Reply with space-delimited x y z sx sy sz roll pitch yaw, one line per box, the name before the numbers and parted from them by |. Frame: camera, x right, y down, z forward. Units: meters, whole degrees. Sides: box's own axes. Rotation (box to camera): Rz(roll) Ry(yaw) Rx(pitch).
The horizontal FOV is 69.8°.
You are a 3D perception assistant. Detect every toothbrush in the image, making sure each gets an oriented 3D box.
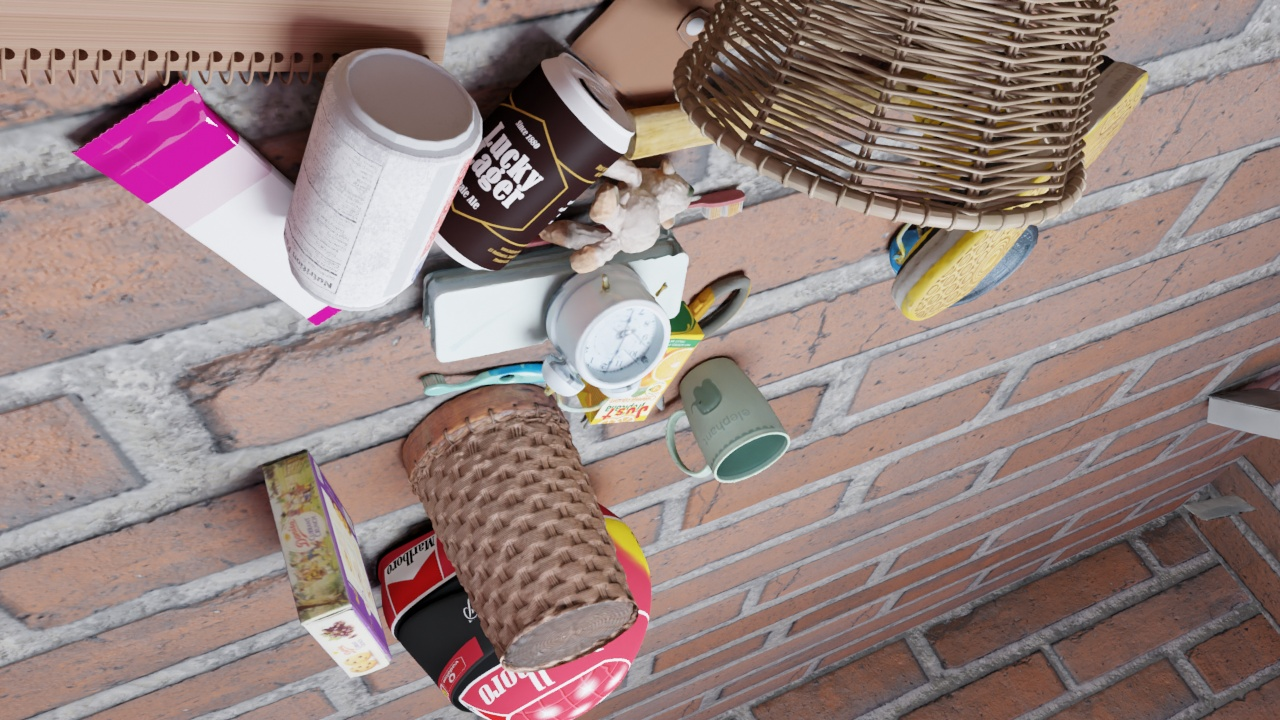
toothbrush | -0.120 0.014 0.771 0.135 0.017 0.022 -7 143 -35
toothbrush | -0.005 -0.103 0.683 0.184 0.015 0.016 -14 137 -19

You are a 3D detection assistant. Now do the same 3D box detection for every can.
can | -0.071 -0.117 0.555 0.129 0.072 0.072 -40 147 19
can | -0.142 -0.092 0.493 0.078 0.078 0.136 -3 149 -35

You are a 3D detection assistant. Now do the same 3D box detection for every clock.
clock | 0.302 -0.112 0.867 0.161 0.060 0.117 15 131 -47
clock | -0.028 -0.012 0.666 0.083 0.057 0.118 4 121 -35

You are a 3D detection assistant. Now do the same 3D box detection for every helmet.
helmet | -0.118 0.259 0.936 0.271 0.224 0.198 -29 149 -1

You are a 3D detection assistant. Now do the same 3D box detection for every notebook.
notebook | -0.182 -0.194 0.401 0.210 0.022 0.170 -9 144 -28

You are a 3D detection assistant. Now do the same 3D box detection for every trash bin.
trash bin | -0.104 0.146 0.789 0.151 0.210 0.151 -19 148 -13

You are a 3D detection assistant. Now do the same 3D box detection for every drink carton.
drink carton | -0.005 0.005 0.785 0.058 0.041 0.123 -2 141 -36

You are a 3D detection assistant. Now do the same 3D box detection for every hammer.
hammer | 0.138 -0.185 0.645 0.329 0.033 0.132 -16 149 -23

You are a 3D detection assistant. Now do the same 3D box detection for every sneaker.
sneaker | 0.215 -0.138 0.606 0.238 0.122 0.086 -41 154 -17

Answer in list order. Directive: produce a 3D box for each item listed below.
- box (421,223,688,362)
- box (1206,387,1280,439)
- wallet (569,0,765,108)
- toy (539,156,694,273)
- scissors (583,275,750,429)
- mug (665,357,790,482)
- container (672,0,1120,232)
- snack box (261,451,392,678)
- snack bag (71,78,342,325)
box | -0.061 -0.052 0.682 0.198 0.070 0.085 -13 166 -20
box | 1.289 0.195 1.740 0.166 0.412 0.150 -6 140 -21
wallet | 0.026 -0.208 0.550 0.121 0.013 0.087 -40 147 20
toy | -0.011 -0.113 0.626 0.105 0.074 0.085 -20 133 -24
scissors | -0.003 -0.007 0.827 0.225 0.016 0.226 12 132 -47
mug | 0.075 0.064 0.908 0.111 0.104 0.084 -38 148 16
container | 0.146 -0.206 0.447 0.226 0.226 0.197 -11 134 -26
snack box | -0.260 0.173 0.769 0.040 0.148 0.144 -20 148 -14
snack bag | -0.224 -0.082 0.541 0.070 0.016 0.196 -31 149 5
